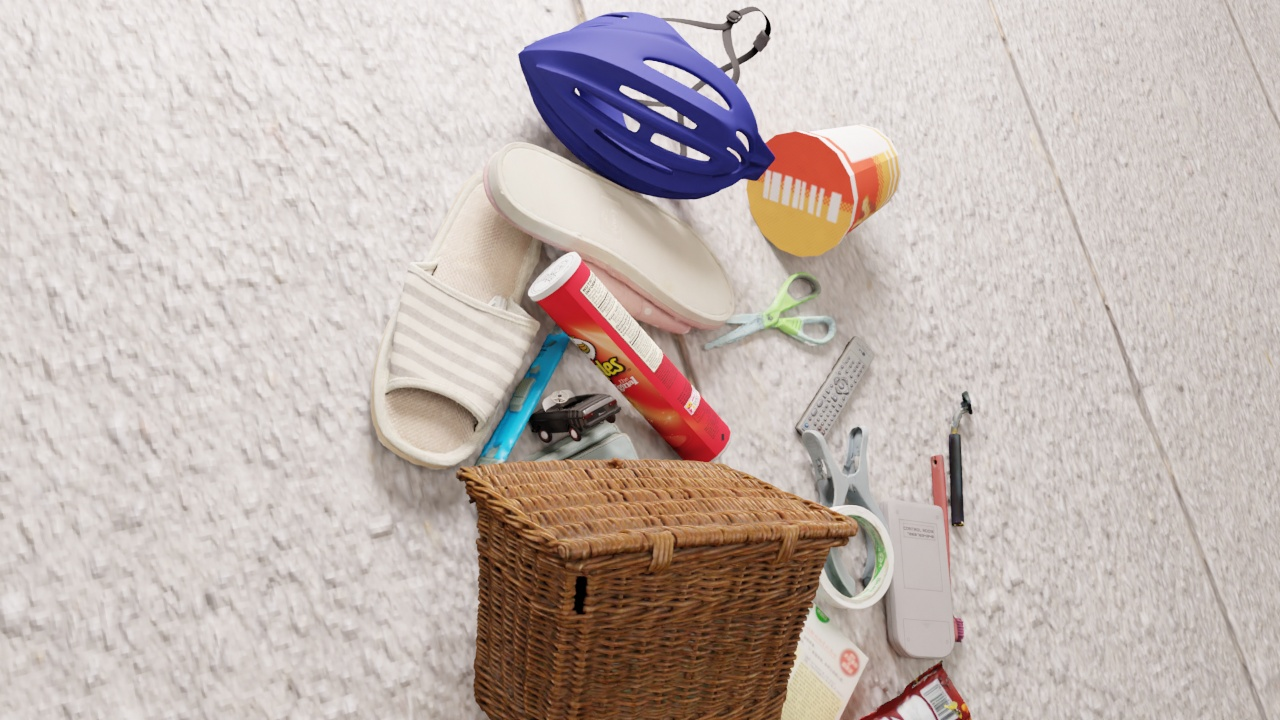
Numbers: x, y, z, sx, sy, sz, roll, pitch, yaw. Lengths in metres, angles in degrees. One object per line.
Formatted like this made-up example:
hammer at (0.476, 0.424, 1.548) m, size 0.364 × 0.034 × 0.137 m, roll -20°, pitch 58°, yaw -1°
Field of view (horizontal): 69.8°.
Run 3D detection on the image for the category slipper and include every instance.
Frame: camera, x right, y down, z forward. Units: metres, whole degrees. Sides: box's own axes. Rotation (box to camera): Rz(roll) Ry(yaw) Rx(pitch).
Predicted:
slipper at (-0.139, -0.045, 0.748) m, size 0.114 × 0.054 × 0.272 m, roll 21°, pitch 62°, yaw -17°
slipper at (-0.025, -0.102, 0.819) m, size 0.274 × 0.055 × 0.114 m, roll 28°, pitch 50°, yaw -30°

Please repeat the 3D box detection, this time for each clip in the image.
clip at (0.214, 0.143, 0.888) m, size 0.114 × 0.028 × 0.163 m, roll -3°, pitch 81°, yaw -31°

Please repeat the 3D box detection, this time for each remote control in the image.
remote control at (0.271, 0.215, 0.905) m, size 0.074 × 0.019 × 0.151 m, roll 11°, pitch 68°, yaw -26°
remote control at (0.198, 0.030, 0.929) m, size 0.033 × 0.013 × 0.136 m, roll 44°, pitch 59°, yaw -11°

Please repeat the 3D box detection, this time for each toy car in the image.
toy car at (-0.055, 0.042, 0.738) m, size 0.040 × 0.092 × 0.037 m, roll -27°, pitch 100°, yaw -33°

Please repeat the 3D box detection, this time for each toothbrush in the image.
toothbrush at (0.313, 0.190, 0.938) m, size 0.016 × 0.016 × 0.189 m, roll 13°, pitch 68°, yaw -30°

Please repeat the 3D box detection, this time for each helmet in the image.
helmet at (0.025, -0.259, 0.848) m, size 0.241 × 0.148 × 0.227 m, roll 32°, pitch 63°, yaw -6°

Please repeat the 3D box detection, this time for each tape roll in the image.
tape roll at (0.191, 0.179, 0.839) m, size 0.093 × 0.018 × 0.093 m, roll 7°, pitch 76°, yaw -28°

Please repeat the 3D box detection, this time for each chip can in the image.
chip can at (-0.004, 0.004, 0.777) m, size 0.215 × 0.052 × 0.051 m, roll 48°, pitch 57°, yaw -22°

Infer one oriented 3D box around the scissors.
scissors at (0.122, -0.049, 0.916) m, size 0.174 × 0.032 × 0.093 m, roll -4°, pitch 79°, yaw -34°

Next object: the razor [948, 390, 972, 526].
razor at (0.339, 0.105, 0.979) m, size 0.043 × 0.022 × 0.144 m, roll 44°, pitch 52°, yaw -58°

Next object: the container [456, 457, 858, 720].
container at (0.000, 0.180, 0.659) m, size 0.249 × 0.162 × 0.183 m, roll 4°, pitch 100°, yaw -35°

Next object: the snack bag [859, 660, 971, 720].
snack bag at (0.202, 0.357, 0.784) m, size 0.207 × 0.067 × 0.139 m, roll -24°, pitch 109°, yaw -32°

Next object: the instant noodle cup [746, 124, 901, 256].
instant noodle cup at (0.196, -0.184, 0.943) m, size 0.120 × 0.124 × 0.123 m, roll -28°, pitch 88°, yaw -40°

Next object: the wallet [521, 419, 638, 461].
wallet at (-0.057, 0.116, 0.742) m, size 0.131 × 0.054 × 0.100 m, roll -28°, pitch 88°, yaw -28°

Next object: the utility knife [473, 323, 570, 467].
utility knife at (-0.091, 0.019, 0.768) m, size 0.015 × 0.031 × 0.185 m, roll 60°, pitch 45°, yaw -43°

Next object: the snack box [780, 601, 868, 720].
snack box at (0.115, 0.284, 0.791) m, size 0.132 × 0.027 × 0.167 m, roll 46°, pitch 58°, yaw -10°
